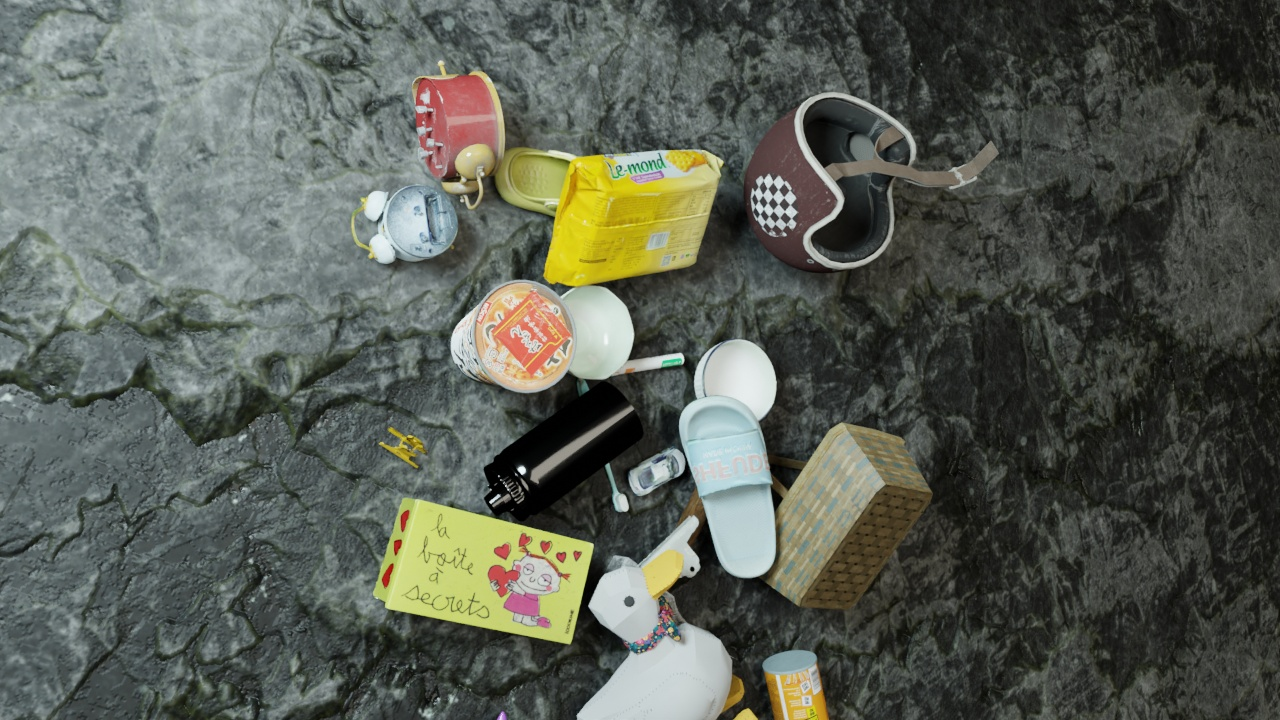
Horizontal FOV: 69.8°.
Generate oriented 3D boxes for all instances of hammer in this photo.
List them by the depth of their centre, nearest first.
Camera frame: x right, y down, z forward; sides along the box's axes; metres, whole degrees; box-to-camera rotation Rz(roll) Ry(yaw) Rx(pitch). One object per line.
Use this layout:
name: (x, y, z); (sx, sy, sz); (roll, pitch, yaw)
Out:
hammer: (0.101, 0.224, 1.229); (0.217, 0.037, 0.299); (39, 67, -22)

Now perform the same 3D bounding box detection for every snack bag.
snack bag: (-0.006, -0.171, 1.123); (0.246, 0.068, 0.160); (-15, 137, -39)

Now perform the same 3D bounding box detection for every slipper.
slipper: (-0.084, -0.222, 1.136); (0.190, 0.082, 0.091); (8, 78, -28)
slipper: (0.121, 0.162, 1.166); (0.104, 0.074, 0.245); (-13, 96, -3)

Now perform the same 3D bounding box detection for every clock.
clock: (-0.266, -0.152, 1.032); (0.117, 0.057, 0.083); (-7, 89, -31)
clock: (-0.210, -0.249, 1.039); (0.081, 0.117, 0.159); (-13, 85, -28)

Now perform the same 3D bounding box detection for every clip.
clip: (-0.258, 0.093, 1.022); (0.054, 0.050, 0.044); (39, 32, -21)
clip: (0.050, 0.246, 1.151); (0.101, 0.046, 0.056); (-39, 92, -28)

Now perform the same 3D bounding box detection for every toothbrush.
toothbrush: (-0.049, 0.107, 1.162); (0.016, 0.017, 0.180); (-21, 95, -30)

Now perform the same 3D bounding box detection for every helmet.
helmet: (0.269, -0.240, 1.244); (0.232, 0.254, 0.234); (-35, 78, -34)

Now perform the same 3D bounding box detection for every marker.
marker: (-0.007, 0.007, 1.195); (0.145, 0.017, 0.017); (-9, 90, -31)

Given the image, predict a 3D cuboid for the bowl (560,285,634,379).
bowl: (-0.072, -0.031, 1.134); (0.117, 0.061, 0.117); (4, 83, -30)

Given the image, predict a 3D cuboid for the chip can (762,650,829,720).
chip can: (0.225, 0.514, 1.251); (0.075, 0.075, 0.215); (-13, 92, -31)

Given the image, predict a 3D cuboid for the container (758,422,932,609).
container: (0.247, 0.194, 1.242); (0.157, 0.186, 0.250); (14, 114, -37)

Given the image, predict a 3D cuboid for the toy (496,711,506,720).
toy: (-0.153, 0.452, 1.042); (0.088, 0.056, 0.105); (48, 64, -20)

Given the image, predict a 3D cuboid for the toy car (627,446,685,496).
toy car: (0.024, 0.143, 1.195); (0.089, 0.027, 0.039); (-26, 96, -30)

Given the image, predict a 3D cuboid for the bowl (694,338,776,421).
bowl: (0.118, 0.033, 1.240); (0.118, 0.062, 0.118); (4, 82, -28)

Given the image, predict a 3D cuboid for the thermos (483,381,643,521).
thermos: (-0.100, 0.114, 1.083); (0.198, 0.086, 0.086); (-35, 103, -22)

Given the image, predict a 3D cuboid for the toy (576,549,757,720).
toy: (0.021, 0.366, 1.098); (0.247, 0.141, 0.267); (-45, 108, 6)

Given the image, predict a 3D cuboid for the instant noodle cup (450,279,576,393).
instant noodle cup: (-0.155, -0.021, 1.047); (0.123, 0.122, 0.123); (3, 83, -31)

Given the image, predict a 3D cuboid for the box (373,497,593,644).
box: (-0.175, 0.237, 1.036); (0.220, 0.082, 0.124); (23, 74, -28)
